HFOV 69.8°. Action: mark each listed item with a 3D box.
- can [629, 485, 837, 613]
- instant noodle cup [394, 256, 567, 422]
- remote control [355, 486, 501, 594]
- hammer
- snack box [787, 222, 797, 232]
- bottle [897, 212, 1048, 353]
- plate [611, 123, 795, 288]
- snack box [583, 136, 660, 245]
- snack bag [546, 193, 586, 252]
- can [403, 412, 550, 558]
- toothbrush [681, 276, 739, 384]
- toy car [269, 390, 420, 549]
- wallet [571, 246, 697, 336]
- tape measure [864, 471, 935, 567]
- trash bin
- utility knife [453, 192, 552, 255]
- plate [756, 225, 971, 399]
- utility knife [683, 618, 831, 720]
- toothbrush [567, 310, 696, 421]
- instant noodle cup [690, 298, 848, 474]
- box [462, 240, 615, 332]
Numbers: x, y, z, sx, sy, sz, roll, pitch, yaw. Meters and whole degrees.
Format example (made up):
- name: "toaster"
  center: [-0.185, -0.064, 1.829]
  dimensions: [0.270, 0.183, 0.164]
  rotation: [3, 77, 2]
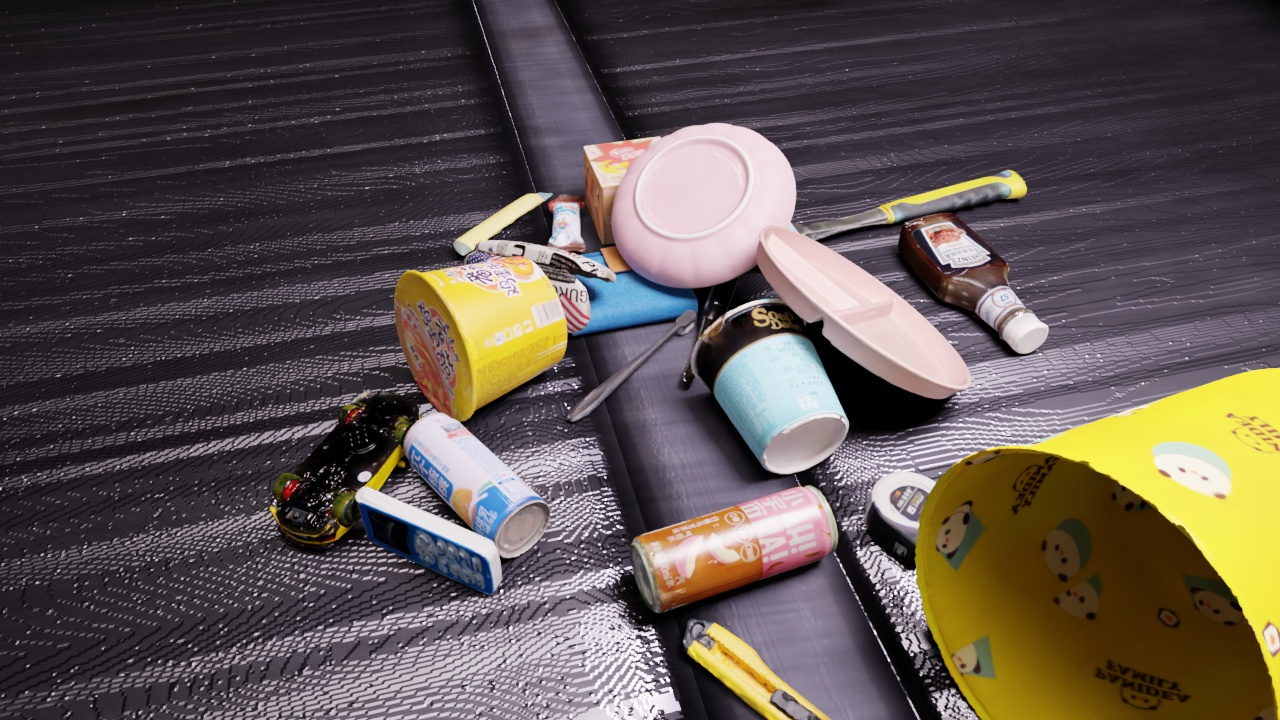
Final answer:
- name: "can"
  center: [0.069, 0.139, 0.681]
  dimensions: [0.147, 0.058, 0.058]
  rotation: [-14, 44, -15]
- name: "instant noodle cup"
  center: [-0.140, -0.028, 0.823]
  dimensions: [0.109, 0.138, 0.138]
  rotation: [-24, 46, -34]
- name: "remote control"
  center: [-0.160, 0.136, 0.695]
  dimensions: [0.125, 0.049, 0.024]
  rotation: [18, 43, 19]
- name: "hammer"
  center: [0.293, -0.173, 1.048]
  dimensions: [0.322, 0.032, 0.126]
  rotation: [-15, 45, -16]
- name: "snack box"
  center: [0.100, -0.180, 1.007]
  dimensions: [0.052, 0.074, 0.174]
  rotation: [-42, 42, 7]
- name: "bottle"
  center: [0.340, -0.081, 0.936]
  dimensions: [0.079, 0.044, 0.194]
  rotation: [-13, 44, -13]
- name: "plate"
  center: [0.057, -0.164, 0.918]
  dimensions: [0.193, 0.039, 0.192]
  rotation: [-8, 64, 16]
- name: "snack box"
  center: [-0.010, -0.194, 1.040]
  dimensions: [0.092, 0.077, 0.094]
  rotation: [-10, 42, -10]
- name: "snack bag"
  center: [-0.084, -0.152, 1.033]
  dimensions: [0.045, 0.026, 0.105]
  rotation: [0, 44, -4]
- name: "can"
  center: [-0.133, 0.097, 0.734]
  dimensions: [0.053, 0.053, 0.134]
  rotation: [-32, 50, -30]
- name: "toothbrush"
  center: [0.074, -0.050, 0.915]
  dimensions: [0.026, 0.027, 0.212]
  rotation: [34, 43, -10]
- name: "toy car"
  center: [-0.237, 0.086, 0.756]
  dimensions: [0.071, 0.041, 0.155]
  rotation: [14, 45, 15]
- name: "wallet"
  center: [-0.017, -0.076, 0.940]
  dimensions: [0.133, 0.040, 0.106]
  rotation: [-10, 47, -10]
- name: "tape measure"
  center: [0.211, 0.121, 0.719]
  dimensions: [0.065, 0.034, 0.066]
  rotation: [-26, 50, -28]
- name: "trash bin"
  center: [0.350, 0.125, 0.581]
  dimensions: [0.254, 0.230, 0.229]
  rotation: [-18, 44, -26]
- name: "utility knife"
  center: [-0.157, -0.162, 1.053]
  dimensions: [0.031, 0.018, 0.167]
  rotation: [26, 50, 21]
- name: "plate"
  center: [0.196, -0.043, 0.825]
  dimensions: [0.229, 0.028, 0.229]
  rotation: [29, 23, -14]
- name: "utility knife"
  center: [0.108, 0.235, 0.604]
  dimensions: [0.209, 0.015, 0.033]
  rotation: [32, 53, 31]
- name: "toothbrush"
  center: [-0.005, 0.005, 0.866]
  dimensions: [0.016, 0.018, 0.180]
  rotation: [33, 54, 25]
- name: "instant noodle cup"
  center: [0.114, 0.028, 0.778]
  dimensions: [0.111, 0.111, 0.120]
  rotation: [-13, 51, -13]
- name: "box"
  center: [-0.107, -0.072, 0.903]
  dimensions: [0.163, 0.076, 0.088]
  rotation: [18, 88, 32]
